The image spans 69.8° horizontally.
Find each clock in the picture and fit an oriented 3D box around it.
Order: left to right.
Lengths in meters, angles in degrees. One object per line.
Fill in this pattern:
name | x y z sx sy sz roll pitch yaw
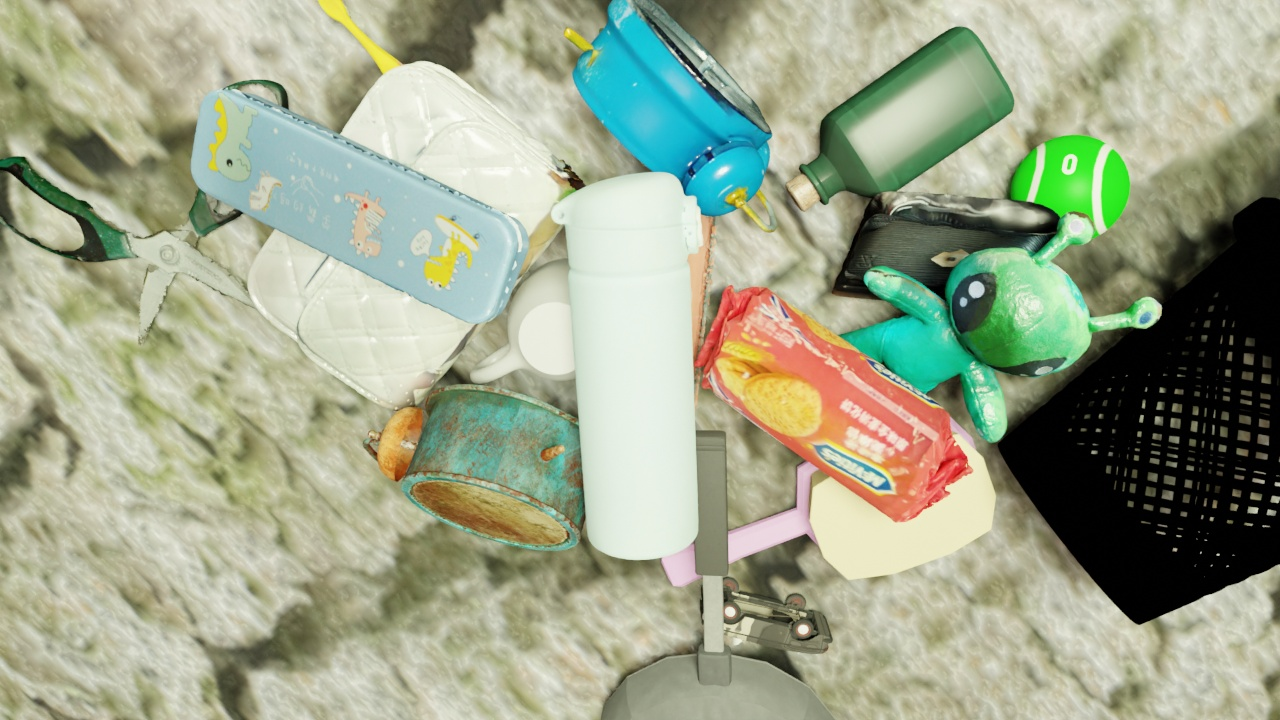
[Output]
clock | -0.100 0.063 0.581 0.158 0.121 0.073 3 60 22
clock | 0.029 -0.139 0.528 0.060 0.116 0.161 -41 95 20

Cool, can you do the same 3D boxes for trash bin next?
trash bin | 0.338 0.045 0.539 0.200 0.195 0.195 -40 100 19

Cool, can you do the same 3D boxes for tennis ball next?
tennis ball | 0.259 -0.103 0.555 0.065 0.065 0.065 0 103 1

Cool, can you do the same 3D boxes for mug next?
mug | -0.063 -0.013 0.571 0.107 0.089 0.071 -31 101 8

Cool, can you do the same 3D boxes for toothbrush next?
toothbrush | -0.150 -0.176 0.573 0.021 0.016 0.135 -40 104 8

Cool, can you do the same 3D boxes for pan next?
pan | 0.049 0.208 0.611 0.179 0.041 0.358 0 115 8

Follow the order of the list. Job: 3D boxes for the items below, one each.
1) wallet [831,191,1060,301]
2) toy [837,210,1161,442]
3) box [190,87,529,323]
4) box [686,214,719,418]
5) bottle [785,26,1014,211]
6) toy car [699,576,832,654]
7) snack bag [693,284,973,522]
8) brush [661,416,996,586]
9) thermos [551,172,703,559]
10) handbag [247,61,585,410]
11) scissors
wallet | 0.183 -0.066 0.562 0.115 0.089 0.026 6 61 -2
toy | 0.195 -0.018 0.550 0.130 0.072 0.194 51 137 -10
box | -0.161 -0.086 0.504 0.209 0.037 0.066 27 105 14
box | 0.014 -0.016 0.591 0.048 0.085 0.187 13 108 27
bottle | 0.147 -0.135 0.552 0.131 0.061 0.061 -34 98 9
toy car | 0.086 0.183 0.641 0.092 0.040 0.037 14 105 -2
snack bag | 0.115 0.026 0.561 0.176 0.082 0.082 36 102 14
brush | 0.123 0.110 0.621 0.229 0.043 0.089 -21 102 6
thermos | -0.003 0.003 0.503 0.078 0.065 0.207 0 107 8
handbag | -0.141 -0.073 0.560 0.139 0.072 0.195 38 107 -10
scissors | -0.317 -0.113 0.592 0.201 0.015 0.202 30 101 -5
